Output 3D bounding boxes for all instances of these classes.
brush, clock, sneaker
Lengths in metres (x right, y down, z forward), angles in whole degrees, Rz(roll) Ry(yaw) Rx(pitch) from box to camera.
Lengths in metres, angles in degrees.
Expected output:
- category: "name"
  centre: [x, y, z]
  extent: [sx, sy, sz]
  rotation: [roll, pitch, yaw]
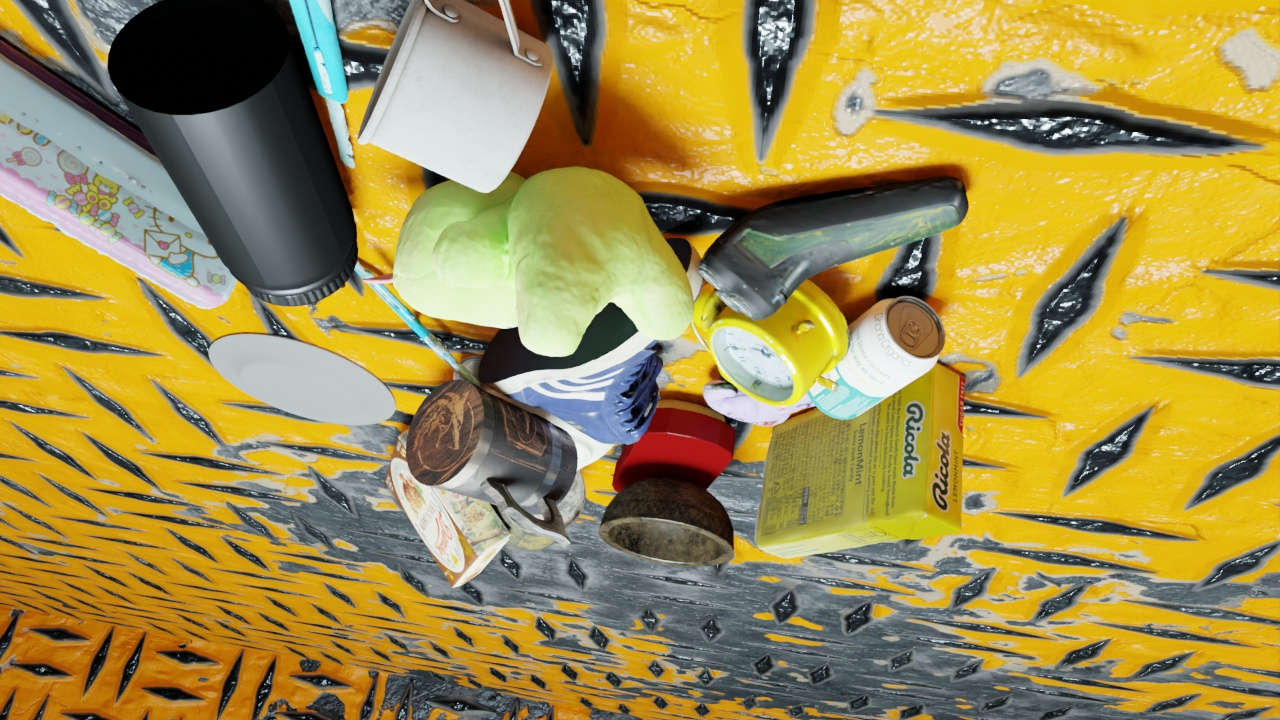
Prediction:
- category: "brush"
  centre: [0.028, 0.084, 0.833]
  extent: [0.082, 0.041, 0.174]
  rotation: [14, 151, -6]
- category: "clock"
  centre: [0.080, -0.016, 0.606]
  extent: [0.119, 0.057, 0.083]
  rotation: [13, 140, 48]
- category: "sneaker"
  centre: [-0.005, 0.004, 0.649]
  extent: [0.118, 0.091, 0.234]
  rotation: [35, 144, -29]

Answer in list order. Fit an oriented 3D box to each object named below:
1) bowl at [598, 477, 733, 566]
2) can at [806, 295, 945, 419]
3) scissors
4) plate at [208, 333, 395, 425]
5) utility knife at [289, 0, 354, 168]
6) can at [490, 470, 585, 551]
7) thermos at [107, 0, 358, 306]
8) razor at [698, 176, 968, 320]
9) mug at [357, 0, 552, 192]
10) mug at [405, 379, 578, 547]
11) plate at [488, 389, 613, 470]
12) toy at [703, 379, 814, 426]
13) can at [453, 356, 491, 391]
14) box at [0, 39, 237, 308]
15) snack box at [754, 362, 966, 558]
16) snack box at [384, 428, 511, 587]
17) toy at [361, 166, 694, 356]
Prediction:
- category: "bowl"
  centre: [0.027, 0.138, 0.826]
  extent: [0.121, 0.056, 0.121]
  rotation: [9, 151, 5]
- category: "can"
  centre: [0.156, -0.001, 0.622]
  extent: [0.055, 0.054, 0.102]
  rotation: [18, 150, -13]
- category: "scissors"
  centre: [-0.177, -0.032, 0.704]
  extent: [0.140, 0.013, 0.118]
  rotation: [46, 172, -19]
- category: "plate"
  centre: [-0.326, 0.026, 0.884]
  extent: [0.178, 0.012, 0.179]
  rotation: [9, 151, 5]
- category: "utility knife"
  centre: [-0.168, -0.157, 0.501]
  extent: [0.022, 0.015, 0.167]
  rotation: [11, 154, -1]
- category: "can"
  centre: [-0.108, 0.143, 0.937]
  extent: [0.090, 0.089, 0.075]
  rotation: [17, 151, -11]
- category: "thermos"
  centre: [-0.221, -0.105, 0.537]
  extent: [0.086, 0.086, 0.199]
  rotation: [10, 151, 2]
- category: "razor"
  centre: [0.108, -0.064, 0.520]
  extent: [0.152, 0.067, 0.054]
  rotation: [-13, 149, 24]
- category: "mug"
  centre: [-0.083, -0.138, 0.436]
  extent: [0.070, 0.084, 0.113]
  rotation: [22, 144, -24]
- category: "mug"
  centre: [-0.103, 0.082, 0.685]
  extent: [0.080, 0.115, 0.107]
  rotation: [-41, 140, 17]
- category: "plate"
  centre: [-0.103, 0.075, 0.819]
  extent: [0.182, 0.034, 0.183]
  rotation: [-6, 154, -3]
- category: "toy"
  centre: [0.095, 0.024, 0.708]
  extent: [0.080, 0.036, 0.100]
  rotation: [18, 152, -15]
- category: "can"
  centre: [-0.145, 0.030, 0.801]
  extent: [0.038, 0.038, 0.080]
  rotation: [14, 151, -5]
- category: "box"
  centre: [-0.356, -0.110, 0.570]
  extent: [0.090, 0.091, 0.214]
  rotation: [-13, 143, 36]
- category: "snack box"
  centre: [0.165, 0.085, 0.706]
  extent: [0.045, 0.121, 0.181]
  rotation: [26, 149, -25]
- category: "snack box"
  centre: [-0.204, 0.151, 0.952]
  extent: [0.147, 0.041, 0.143]
  rotation: [54, 149, 9]
- category: "toy"
  centre: [-0.065, -0.062, 0.524]
  extent: [0.149, 0.107, 0.197]
  rotation: [-8, -159, -44]
